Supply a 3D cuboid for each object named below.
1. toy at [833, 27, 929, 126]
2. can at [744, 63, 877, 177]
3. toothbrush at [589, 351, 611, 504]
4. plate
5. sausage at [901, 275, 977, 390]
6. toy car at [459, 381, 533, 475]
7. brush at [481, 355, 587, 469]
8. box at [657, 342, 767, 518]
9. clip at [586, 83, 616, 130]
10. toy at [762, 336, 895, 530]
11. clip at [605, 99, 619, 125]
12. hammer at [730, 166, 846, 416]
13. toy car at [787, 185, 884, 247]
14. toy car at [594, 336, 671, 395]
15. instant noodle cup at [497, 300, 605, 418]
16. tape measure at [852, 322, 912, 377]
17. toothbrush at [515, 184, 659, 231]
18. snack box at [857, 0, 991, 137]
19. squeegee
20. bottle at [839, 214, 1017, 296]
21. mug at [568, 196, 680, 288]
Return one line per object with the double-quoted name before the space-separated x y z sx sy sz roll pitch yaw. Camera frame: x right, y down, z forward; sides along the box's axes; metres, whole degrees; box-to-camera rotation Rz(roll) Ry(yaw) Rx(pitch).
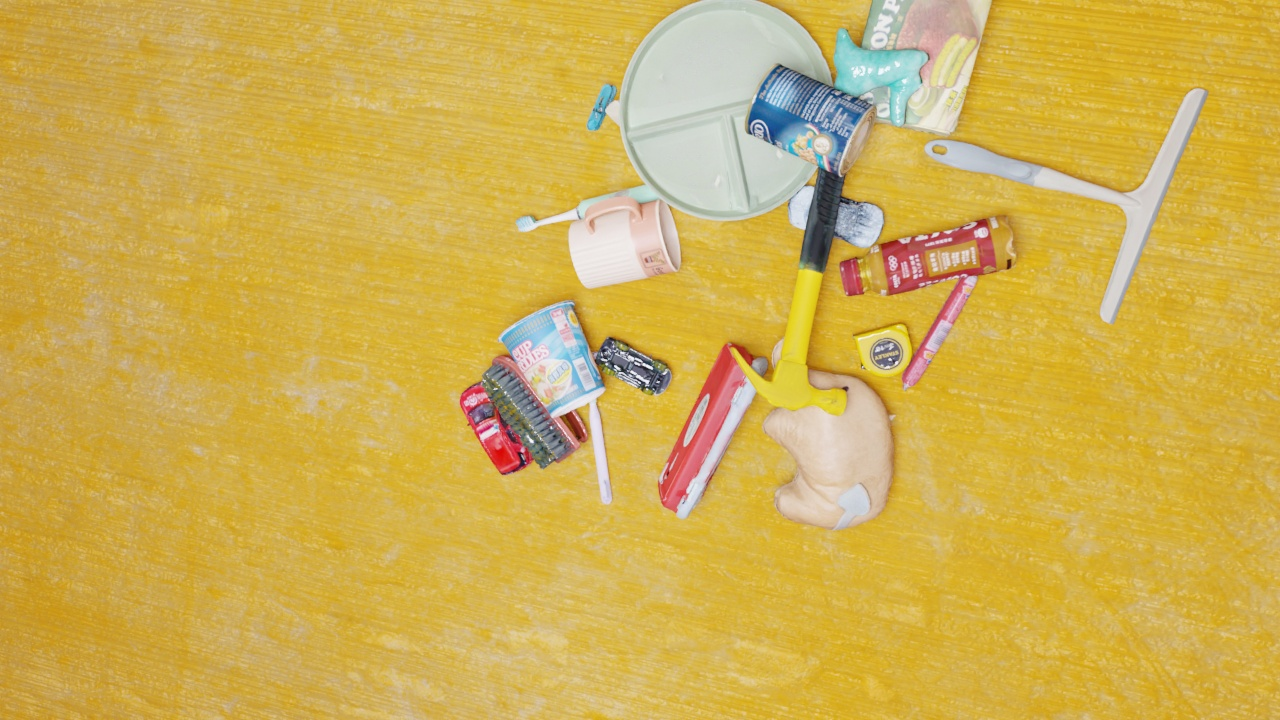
"toy" 0.236 -0.279 0.904 0.092 0.030 0.096 2 106 16
"can" 0.171 -0.239 0.915 0.111 0.075 0.075 30 105 17
"toothbrush" -0.052 0.083 1.102 0.029 0.021 0.189 -5 101 11
"plate" 0.092 -0.265 0.979 0.230 0.027 0.230 -1 101 -3
"sausage" 0.327 -0.034 1.001 0.020 0.020 0.156 28 104 5
"toy car" -0.176 0.083 1.115 0.053 0.045 0.120 -30 91 14
"brush" -0.126 0.053 1.088 0.146 0.069 0.063 52 145 1
"box" 0.089 0.085 1.039 0.068 0.090 0.201 23 104 -10
"clip" -0.044 -0.283 1.029 0.014 0.041 0.056 29 108 7
"toy" 0.209 0.076 1.016 0.143 0.082 0.226 -10 96 1
"clip" 0.002 -0.249 1.021 0.098 0.064 0.034 44 107 -7
"hammer" 0.179 -0.096 0.963 0.129 0.033 0.300 12 91 0
"toy car" 0.211 -0.157 0.996 0.105 0.031 0.049 18 102 9
"toy car" -0.006 0.006 1.069 0.090 0.035 0.042 28 106 3
"instant noodle cup" -0.093 0.002 1.044 0.099 0.099 0.110 -30 84 15
"tape measure" 0.270 -0.011 1.013 0.060 0.028 0.057 -16 96 14
"toothbrush" -0.036 -0.177 1.045 0.225 0.026 0.027 -12 140 14
"snack box" 0.291 -0.357 0.925 0.114 0.063 0.240 14 103 9
"squeegee" 0.416 -0.188 0.944 0.246 0.039 0.247 18 103 8
"bottle" 0.301 -0.106 0.970 0.175 0.057 0.057 -13 98 18
"mug" -0.022 -0.135 1.009 0.106 0.114 0.081 -11 60 15
